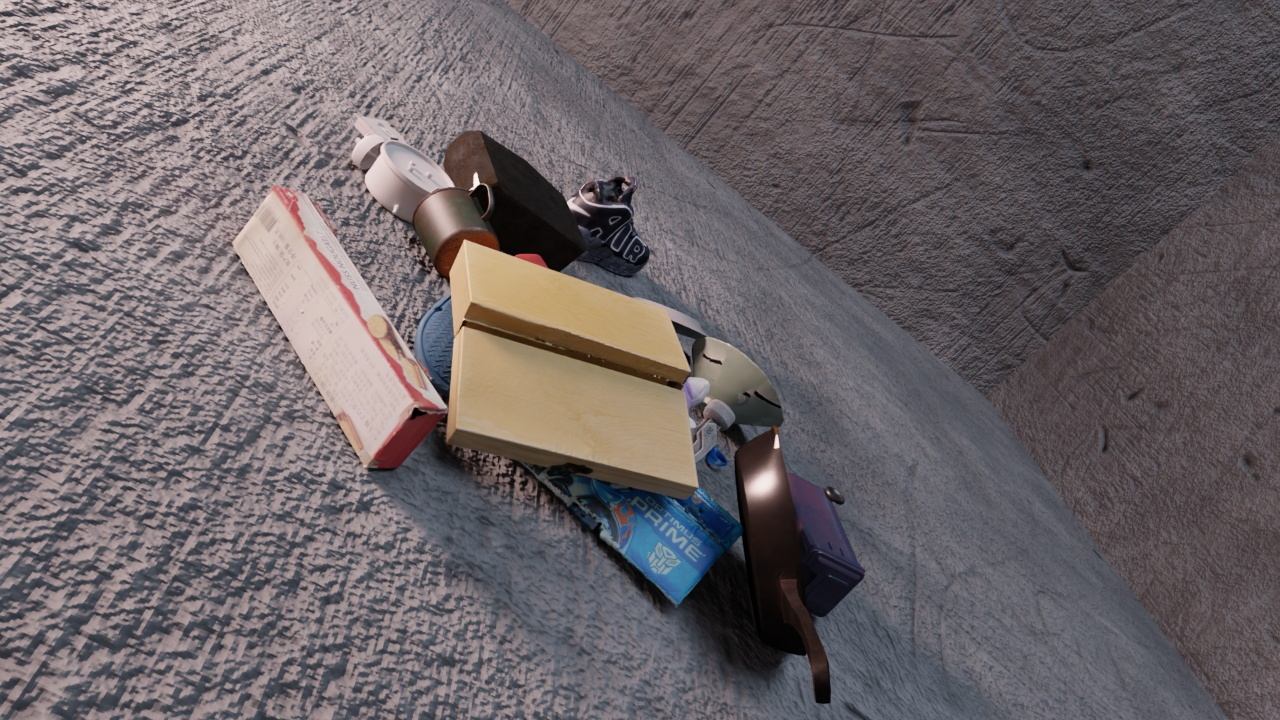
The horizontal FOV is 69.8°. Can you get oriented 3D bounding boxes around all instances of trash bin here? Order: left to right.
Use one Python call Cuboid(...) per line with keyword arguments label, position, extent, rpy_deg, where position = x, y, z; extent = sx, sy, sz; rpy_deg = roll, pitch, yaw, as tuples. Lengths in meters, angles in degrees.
Cuboid(label="trash bin", position=(0.201, 0.221, 1.109), extent=(0.092, 0.094, 0.160), rpy_deg=(29, 23, -20))

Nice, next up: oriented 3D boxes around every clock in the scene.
Cuboid(label="clock", position=(-0.297, -0.237, 1.156), extent=(0.119, 0.061, 0.159), rpy_deg=(16, 34, -51))

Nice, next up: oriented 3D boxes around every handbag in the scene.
Cuboid(label="handbag", position=(-0.193, -0.233, 1.282), extent=(0.197, 0.102, 0.199), rpy_deg=(34, 28, -44))

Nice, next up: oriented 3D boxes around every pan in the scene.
Cuboid(label="pan", position=(0.130, 0.206, 0.880), extent=(0.355, 0.043, 0.249), rpy_deg=(-90, 173, -72))

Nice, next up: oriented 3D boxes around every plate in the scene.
Cuboid(label="plate", position=(0.035, -0.066, 1.368), extent=(0.173, 0.019, 0.173), rpy_deg=(21, -2, 1))

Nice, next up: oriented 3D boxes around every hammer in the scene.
Cuboid(label="hammer", position=(-0.039, -0.001, 1.059), extent=(0.315, 0.126, 0.036), rpy_deg=(46, -22, -1))

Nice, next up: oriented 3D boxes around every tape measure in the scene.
Cuboid(label="tape measure", position=(-0.353, -0.309, 1.261), extent=(0.062, 0.020, 0.060), rpy_deg=(46, 20, 10))

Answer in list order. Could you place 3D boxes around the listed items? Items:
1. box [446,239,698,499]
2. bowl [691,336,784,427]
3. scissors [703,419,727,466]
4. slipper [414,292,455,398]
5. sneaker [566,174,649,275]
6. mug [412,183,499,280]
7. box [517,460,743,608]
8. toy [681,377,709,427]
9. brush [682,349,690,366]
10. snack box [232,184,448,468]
Cuboid(label="box", position=(-0.068, 0.006, 0.919), extent=(0.246, 0.076, 0.256), rpy_deg=(16, 44, -24))
Cuboid(label="bowl", position=(0.120, 0.052, 1.324), extent=(0.174, 0.067, 0.174), rpy_deg=(40, -22, 20))
Cuboid(label="scissors", position=(0.094, 0.110, 1.259), extent=(0.073, 0.016, 0.134), rpy_deg=(37, 15, 0))
Cuboid(label="slipper", position=(-0.176, -0.028, 0.964), extent=(0.104, 0.059, 0.213), rpy_deg=(31, 34, -11))
Cuboid(label="sneaker", position=(-0.041, -0.234, 1.503), extent=(0.097, 0.151, 0.252), rpy_deg=(51, 21, 25))
Cuboid(label="mug", position=(-0.208, -0.157, 1.086), extent=(0.085, 0.111, 0.081), rpy_deg=(23, 29, -51))
Cuboid(label="box", position=(-0.007, 0.115, 0.935), extent=(0.243, 0.075, 0.166), rpy_deg=(41, 23, 9))
Cuboid(label="toy", position=(-0.007, 0.007, 1.159), extent=(0.209, 0.086, 0.137), rpy_deg=(43, 39, -17))
Cuboid(label="brush", position=(0.021, -0.022, 1.348), extent=(0.117, 0.039, 0.049), rpy_deg=(39, 21, -11))
Cuboid(label="snack box", position=(-0.261, -0.034, 0.786), extent=(0.273, 0.077, 0.044), rpy_deg=(51, 18, 24))
